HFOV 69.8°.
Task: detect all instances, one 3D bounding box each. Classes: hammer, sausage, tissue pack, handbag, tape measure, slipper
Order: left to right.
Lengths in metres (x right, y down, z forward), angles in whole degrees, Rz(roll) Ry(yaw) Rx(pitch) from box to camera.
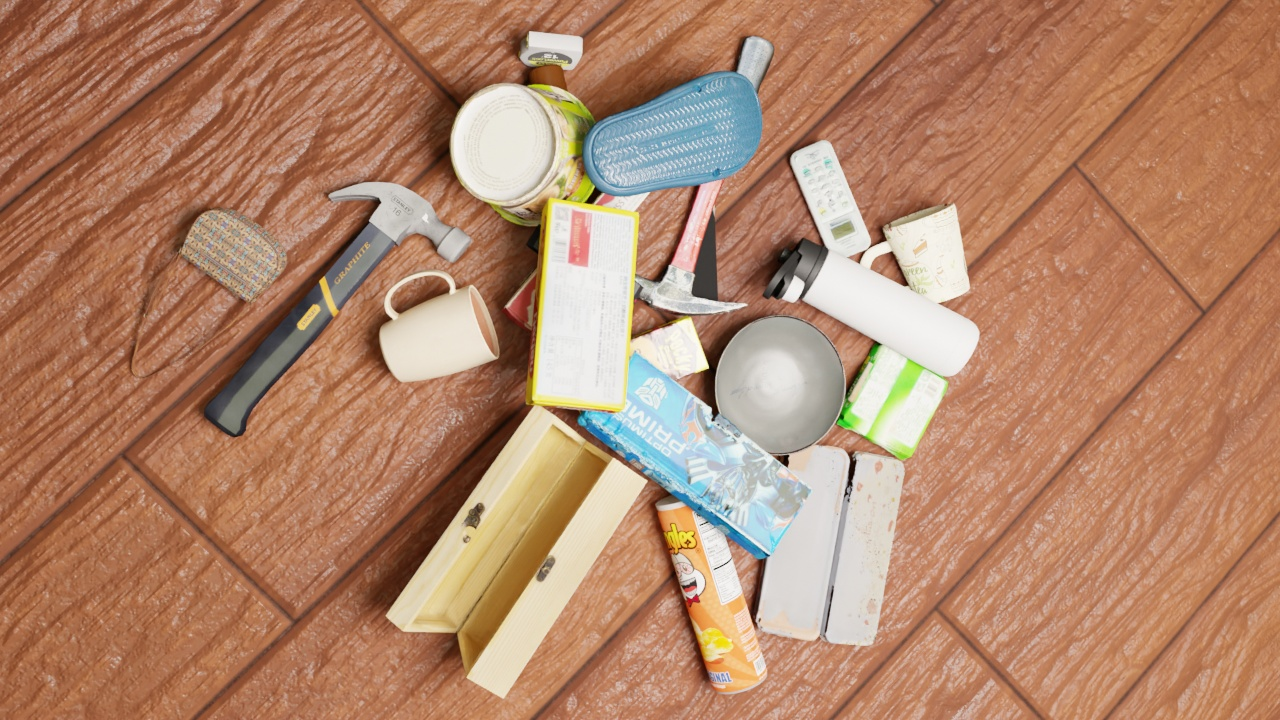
[{"bbox_3d":[-0.448,-0.060,0.936,0.093,0.043,0.196,37,92,-10],"label":"handbag"},{"bbox_3d":[-0.327,-0.050,0.949,0.139,0.035,0.312,39,83,-4],"label":"hammer"},{"bbox_3d":[-0.097,-0.329,0.978,0.064,0.065,0.016,2,88,-12],"label":"tape measure"},{"bbox_3d":[-0.088,-0.243,0.991,0.040,0.040,0.155,-13,90,-10],"label":"sausage"},{"bbox_3d":[0.035,-0.221,0.926,0.213,0.059,0.104,-25,104,-22],"label":"slipper"},{"bbox_3d":[0.091,-0.203,1.021,0.140,0.036,0.326,19,85,-7],"label":"hammer"},{"bbox_3d":[0.286,0.044,1.045,0.099,0.034,0.114,31,83,-6],"label":"tissue pack"}]

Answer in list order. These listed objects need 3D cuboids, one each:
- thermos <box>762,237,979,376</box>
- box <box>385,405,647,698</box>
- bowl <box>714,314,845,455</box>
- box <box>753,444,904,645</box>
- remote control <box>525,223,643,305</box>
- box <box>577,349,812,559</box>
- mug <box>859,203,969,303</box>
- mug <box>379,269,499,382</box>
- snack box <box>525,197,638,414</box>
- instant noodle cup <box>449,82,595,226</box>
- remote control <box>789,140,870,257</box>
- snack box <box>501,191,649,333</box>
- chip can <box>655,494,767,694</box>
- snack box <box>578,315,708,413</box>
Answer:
[{"bbox_3d":[0.251,-0.052,1.004,0.230,0.069,0.101,28,45,1],"label":"thermos"},{"bbox_3d":[-0.120,0.184,0.928,0.148,0.141,0.248,35,83,-3],"label":"box"},{"bbox_3d":[0.147,0.027,1.011,0.150,0.057,0.150,0,89,-9],"label":"bowl"},{"bbox_3d":[0.213,0.205,1.027,0.157,0.063,0.216,12,86,-20],"label":"box"},{"bbox_3d":[-0.056,-0.094,0.930,0.124,0.010,0.039,32,84,-10],"label":"remote control"},{"bbox_3d":[0.060,0.096,0.941,0.243,0.066,0.090,38,58,-6],"label":"box"},{"bbox_3d":[0.310,-0.111,1.042,0.122,0.081,0.097,-19,99,11],"label":"mug"},{"bbox_3d":[-0.213,-0.036,0.937,0.104,0.085,0.111,-20,109,2],"label":"mug"},{"bbox_3d":[-0.056,-0.052,0.892,0.092,0.042,0.200,6,80,-15],"label":"snack box"},{"bbox_3d":[-0.120,-0.213,0.929,0.146,0.097,0.146,1,94,16],"label":"instant noodle cup"},{"bbox_3d":[0.215,-0.181,1.044,0.050,0.022,0.133,-23,92,2],"label":"remote control"},{"bbox_3d":[-0.047,-0.147,0.977,0.044,0.077,0.272,40,83,-10],"label":"snack box"},{"bbox_3d":[0.077,0.246,0.990,0.062,0.062,0.210,-18,91,-10],"label":"chip can"},{"bbox_3d":[-0.006,0.006,0.991,0.149,0.025,0.061,-21,98,-2],"label":"snack box"}]
